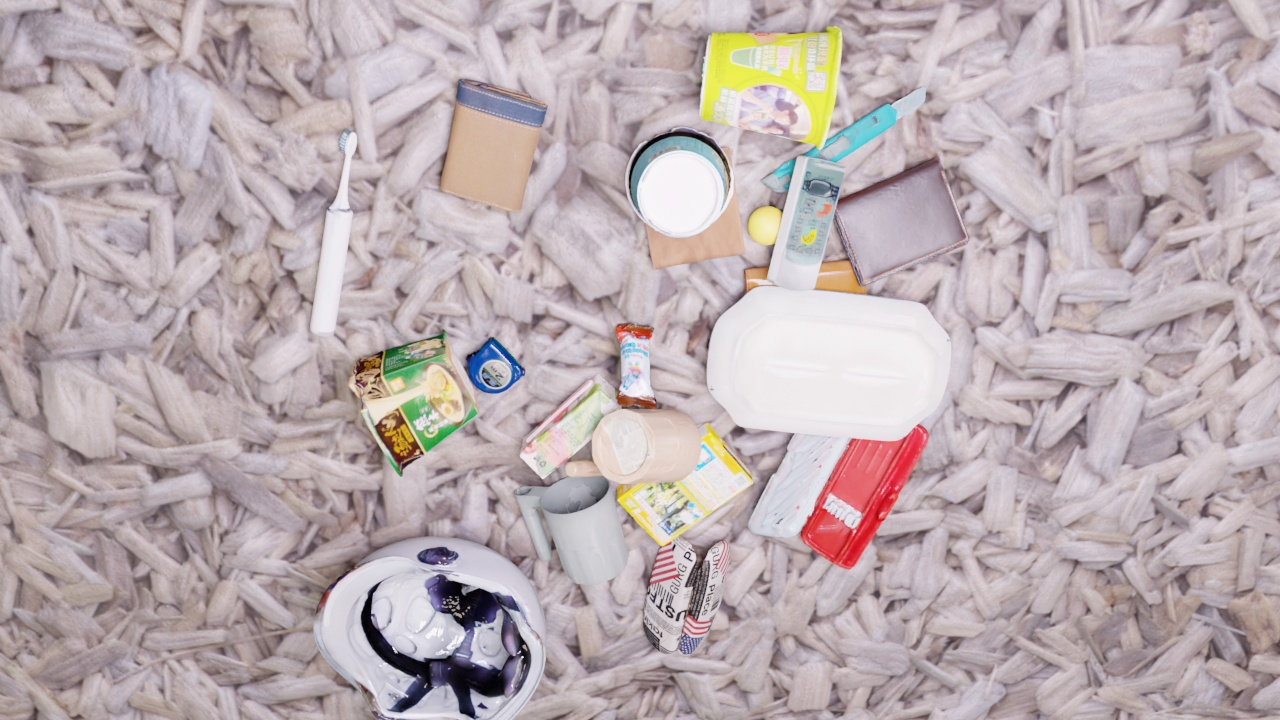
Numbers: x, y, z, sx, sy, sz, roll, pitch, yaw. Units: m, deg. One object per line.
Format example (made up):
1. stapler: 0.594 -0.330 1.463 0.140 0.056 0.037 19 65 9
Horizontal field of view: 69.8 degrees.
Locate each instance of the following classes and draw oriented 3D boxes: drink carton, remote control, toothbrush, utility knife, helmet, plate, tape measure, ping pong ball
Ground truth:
1. drink carton: -0.079 0.072 1.030 0.123 0.053 0.045 -41 108 13
2. remote control: 0.170 -0.139 0.940 0.056 0.019 0.135 5 106 -31
3. toothbrush: -0.316 -0.129 0.952 0.026 0.026 0.221 26 114 24
4. utility knife: 0.210 -0.224 0.938 0.185 0.013 0.029 -31 114 11
5. helmet: -0.229 0.298 1.071 0.258 0.145 0.229 16 110 0
6. plate: 0.205 0.008 0.981 0.265 0.034 0.162 7 104 -3
7. tape measure: -0.163 0.008 1.016 0.055 0.025 0.058 -38 105 15
8. ping pong ball: 0.132 -0.140 0.956 0.040 0.040 0.040 -1 113 -2

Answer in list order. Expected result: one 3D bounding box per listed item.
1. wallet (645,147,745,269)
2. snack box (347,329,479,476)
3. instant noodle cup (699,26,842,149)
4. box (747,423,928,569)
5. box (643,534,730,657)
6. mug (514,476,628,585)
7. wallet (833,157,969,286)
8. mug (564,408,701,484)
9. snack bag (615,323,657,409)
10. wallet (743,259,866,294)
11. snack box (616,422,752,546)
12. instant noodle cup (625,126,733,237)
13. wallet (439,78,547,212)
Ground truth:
1. wallet: 0.053 -0.158 0.959 0.101 0.020 0.115 -9 110 3
2. snack box: -0.236 0.038 0.986 0.105 0.118 0.117 -25 111 -3
3. instant noodle cup: 0.120 -0.265 0.874 0.123 0.111 0.112 7 112 3
4. box: 0.227 0.136 1.068 0.157 0.069 0.201 22 110 -5
5. box: 0.061 0.289 1.136 0.086 0.075 0.162 -2 113 -36
6. mug: -0.080 0.196 1.077 0.124 0.083 0.103 -2 117 28
7. wallet: 0.270 -0.143 0.958 0.122 0.020 0.096 -23 98 5
8. mug: -0.010 0.100 1.009 0.125 0.103 0.084 -24 74 26
9. snack bag: -0.006 0.006 0.991 0.045 0.105 0.026 9 147 -18
10. wallet: 0.181 -0.049 1.004 0.130 0.035 0.119 -6 106 0
11. snack box: 0.051 0.147 1.079 0.140 0.033 0.087 -38 109 11
12. instant noodle cup: 0.039 -0.165 0.884 0.111 0.120 0.111 0 107 1
13. wallet: -0.149 -0.215 0.921 0.090 0.033 0.115 15 112 -5
